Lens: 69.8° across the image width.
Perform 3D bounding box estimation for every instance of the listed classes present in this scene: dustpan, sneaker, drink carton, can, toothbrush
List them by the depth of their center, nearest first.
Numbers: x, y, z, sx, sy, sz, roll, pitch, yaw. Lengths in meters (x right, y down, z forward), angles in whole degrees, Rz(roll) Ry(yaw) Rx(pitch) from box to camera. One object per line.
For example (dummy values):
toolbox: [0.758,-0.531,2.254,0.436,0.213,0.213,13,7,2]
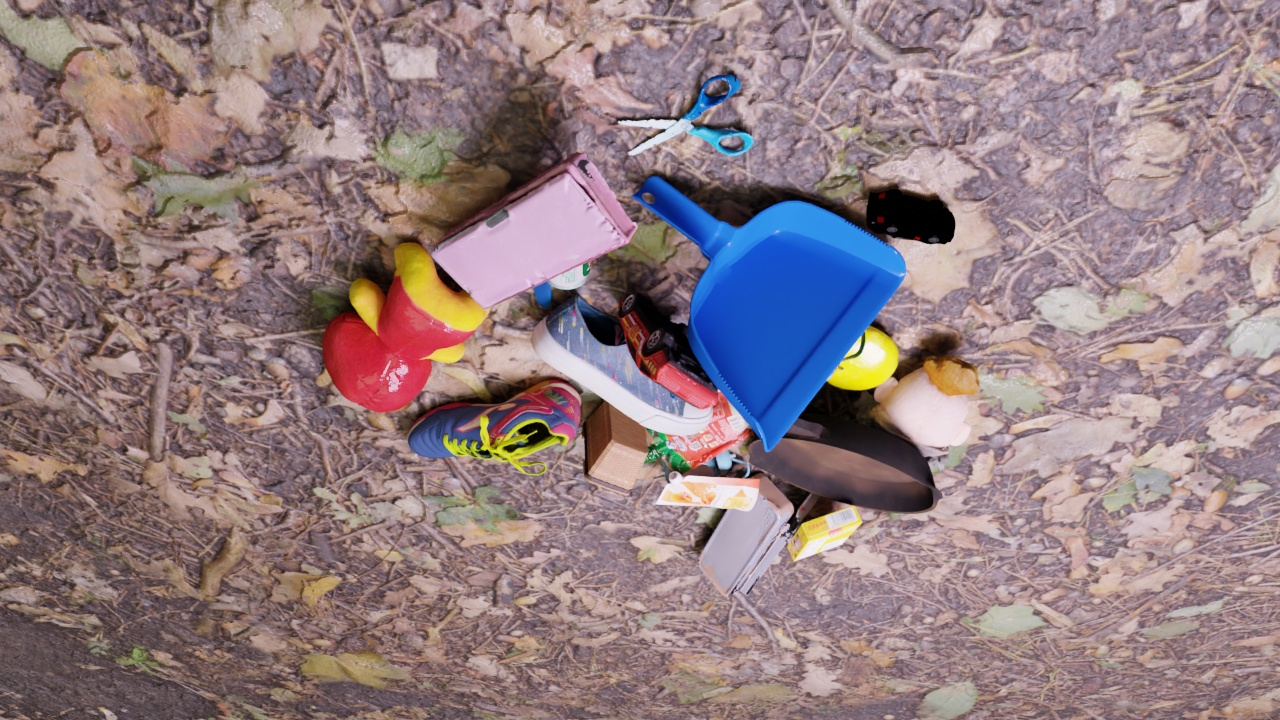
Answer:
dustpan: [0.097,-0.086,0.894,0.257,0.245,0.060,38,161,10]
can: [-0.076,-0.124,0.927,0.053,0.053,0.101,3,135,1]
toothbrush: [-0.107,-0.103,0.977,0.021,0.016,0.132,4,135,6]
sneaker: [-0.006,0.006,1.037,0.235,0.087,0.079,29,123,-18]
sneaker: [-0.188,0.092,1.128,0.242,0.090,0.116,-16,135,20]
drink carton: [0.085,0.168,1.172,0.122,0.038,0.069,5,137,-19]

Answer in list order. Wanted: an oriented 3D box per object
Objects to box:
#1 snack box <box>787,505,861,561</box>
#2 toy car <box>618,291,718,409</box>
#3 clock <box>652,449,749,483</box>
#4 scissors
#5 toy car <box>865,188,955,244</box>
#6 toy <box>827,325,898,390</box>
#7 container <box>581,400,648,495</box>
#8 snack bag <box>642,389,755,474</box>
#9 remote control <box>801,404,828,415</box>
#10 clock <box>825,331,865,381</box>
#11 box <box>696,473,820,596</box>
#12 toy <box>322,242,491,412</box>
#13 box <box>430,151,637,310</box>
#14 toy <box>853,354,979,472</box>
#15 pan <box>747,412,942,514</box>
snack box: [0.246,0.236,1.242,0.075,0.025,0.152,-18,159,-6]
toy car: [0.025,-0.013,0.949,0.081,0.189,0.056,34,104,-25]
clock: [0.083,0.140,1.202,0.123,0.041,0.088,8,136,-13]
scissors: [0.039,-0.227,0.847,0.133,0.015,0.104,4,140,5]
toy car: [0.264,-0.137,0.903,0.091,0.042,0.036,12,160,-10]
toy: [0.245,-0.002,1.042,0.094,0.041,0.096,14,135,-3]
container: [-0.030,0.099,1.119,0.063,0.113,0.061,23,119,-19]
snack bag: [0.061,0.093,1.134,0.155,0.044,0.087,-29,105,20]
remote control: [0.190,0.063,1.131,0.124,0.010,0.039,23,132,-19]
clock: [0.155,-0.030,0.967,0.162,0.117,0.060,2,147,10]
box: [0.157,0.242,1.285,0.108,0.094,0.217,28,134,6]
toy: [-0.270,-0.024,1.016,0.147,0.098,0.217,38,122,-21]
box: [-0.110,-0.114,0.882,0.233,0.046,0.098,-17,115,44]
toy: [0.329,0.052,1.068,0.132,0.076,0.176,26,135,-4]
pan: [0.210,0.092,1.058,0.249,0.043,0.356,5,156,40]
